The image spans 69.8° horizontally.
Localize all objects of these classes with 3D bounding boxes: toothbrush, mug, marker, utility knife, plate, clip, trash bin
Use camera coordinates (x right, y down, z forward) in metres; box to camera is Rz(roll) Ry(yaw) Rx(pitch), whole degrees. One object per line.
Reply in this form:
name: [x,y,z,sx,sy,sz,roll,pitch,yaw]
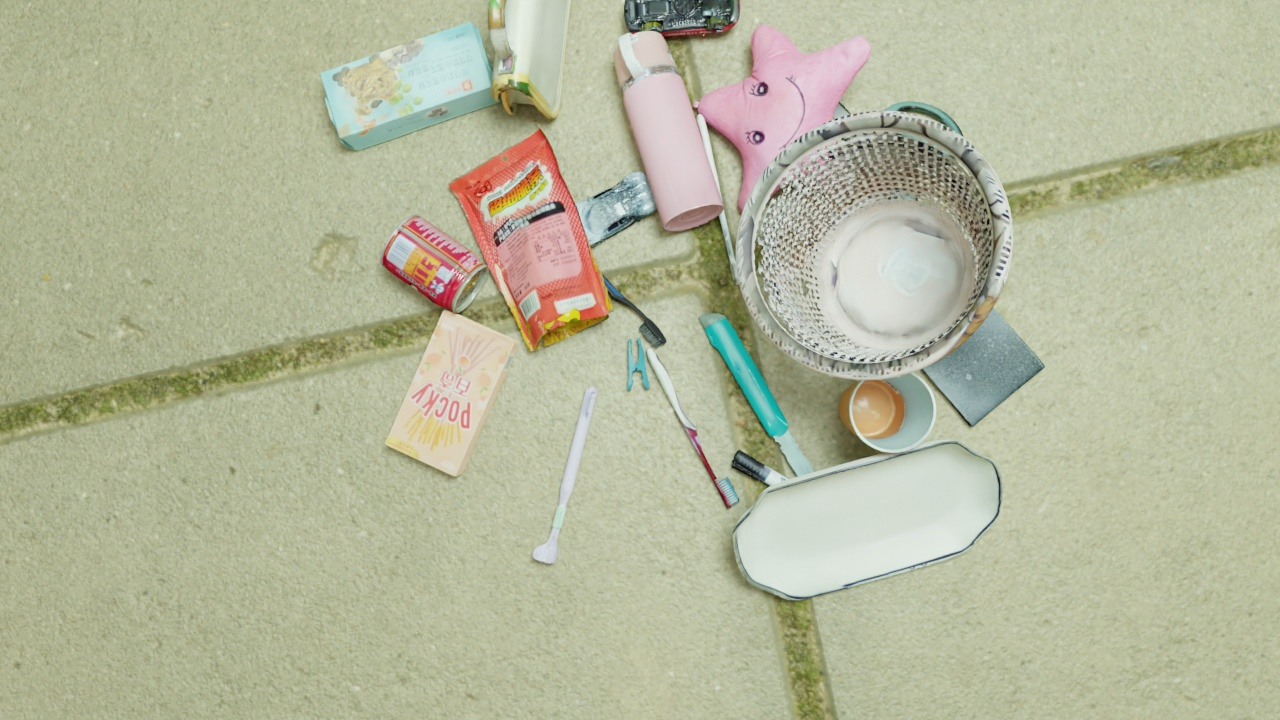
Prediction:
toothbrush: [-0.075,0.119,0.960,0.029,0.021,0.189,18,86,-34]
mug: [0.232,0.047,0.891,0.078,0.123,0.078,0,88,3]
marker: [0.152,0.134,0.945,0.131,0.018,0.022,32,82,5]
toothbrush: [0.085,-0.168,0.954,0.016,0.016,0.180,-15,94,-7]
utility knife: [0.122,0.038,0.953,0.029,0.013,0.209,-30,84,0]
plate: [0.219,0.151,0.903,0.266,0.034,0.162,-17,124,4]
toothbrush: [-0.041,-0.084,0.969,0.189,0.014,0.016,46,116,5]
clip: [-0.003,0.004,0.962,0.048,0.014,0.057,-7,89,5]
toothbrush: [0.054,0.068,0.956,0.017,0.016,0.187,-27,86,-6]
trash bin: [0.223,-0.091,0.846,0.228,0.192,0.227,-2,86,23]

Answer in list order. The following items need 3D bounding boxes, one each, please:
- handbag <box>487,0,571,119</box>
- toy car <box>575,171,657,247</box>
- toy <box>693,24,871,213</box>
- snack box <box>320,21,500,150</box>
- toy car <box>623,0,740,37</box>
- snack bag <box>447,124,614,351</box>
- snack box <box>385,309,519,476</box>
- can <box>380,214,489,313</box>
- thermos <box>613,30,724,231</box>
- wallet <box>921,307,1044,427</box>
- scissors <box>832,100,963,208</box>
handbag: [-0.121,-0.338,0.902,0.063,0.178,0.163,5,89,9]
toy car: [-0.030,-0.158,0.962,0.105,0.031,0.049,-29,86,3]
toy: [0.135,-0.240,0.933,0.179,0.074,0.195,14,101,25]
snack box: [-0.241,-0.288,0.969,0.175,0.051,0.074,-18,86,3]
toy car: [0.044,-0.365,0.958,0.120,0.045,0.053,-2,90,9]
snack bag: [-0.110,-0.123,0.949,0.129,0.073,0.208,-26,83,24]
snack box: [-0.198,0.034,0.967,0.084,0.026,0.157,23,89,4]
can: [-0.212,-0.099,0.953,0.094,0.066,0.066,34,90,4]
thermos: [0.023,-0.236,0.930,0.067,0.087,0.198,-19,83,18]
wallet: [0.337,-0.008,0.941,0.097,0.019,0.121,-40,84,2]
scissors: [0.240,-0.208,0.954,0.177,0.019,0.169,14,89,3]
